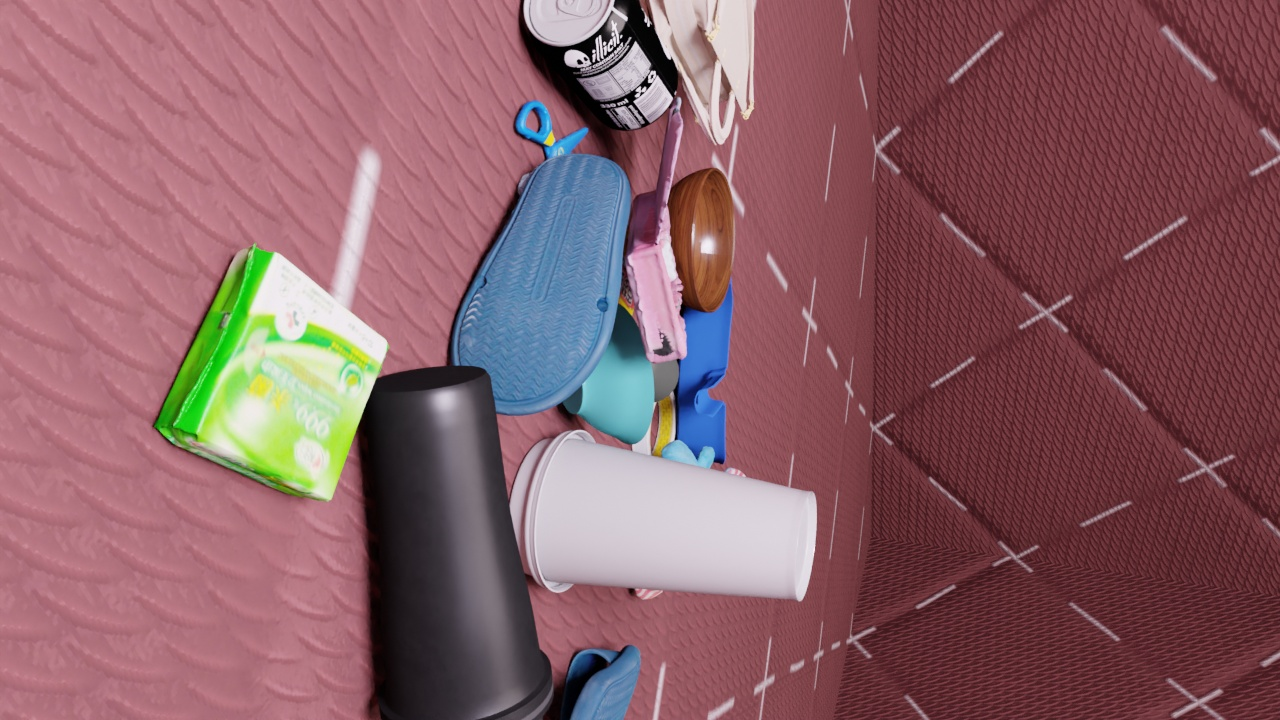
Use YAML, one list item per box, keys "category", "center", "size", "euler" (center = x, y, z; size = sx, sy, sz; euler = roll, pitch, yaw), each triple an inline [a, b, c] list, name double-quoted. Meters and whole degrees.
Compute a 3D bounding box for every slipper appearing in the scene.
- category: "slipper"
  center: [-0.045, 0.313, 0.834]
  size: [0.214, 0.059, 0.103]
  euler: [49, 58, -78]
- category: "slipper"
  center: [-0.059, -0.055, 0.645]
  size: [0.059, 0.104, 0.213]
  euler: [81, 23, -63]

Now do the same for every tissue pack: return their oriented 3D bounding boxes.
- category: "tissue pack"
  center: [-0.174, 0.009, 0.449]
  size: [0.114, 0.034, 0.099]
  euler: [53, 47, -59]

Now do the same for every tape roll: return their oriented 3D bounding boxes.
- category: "tape roll"
  center: [0.016, 0.071, 0.989]
  size: [0.094, 0.019, 0.094]
  euler: [6, 90, -69]

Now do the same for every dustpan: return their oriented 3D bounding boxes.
- category: "dustpan"
  center: [0.070, 0.023, 1.019]
  size: [0.257, 0.059, 0.245]
  euler: [-30, 123, -75]

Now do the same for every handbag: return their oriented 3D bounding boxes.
- category: "handbag"
  center: [0.056, -0.297, 0.851]
  size: [0.194, 0.101, 0.197]
  euler: [30, 52, -70]

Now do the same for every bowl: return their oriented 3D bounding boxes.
- category: "bowl"
  center: [0.045, -0.124, 0.950]
  size: [0.147, 0.069, 0.147]
  euler: [5, 90, -69]
- category: "bowl"
  center: [-0.038, 0.014, 0.757]
  size: [0.046, 0.121, 0.121]
  euler: [-10, 109, -27]

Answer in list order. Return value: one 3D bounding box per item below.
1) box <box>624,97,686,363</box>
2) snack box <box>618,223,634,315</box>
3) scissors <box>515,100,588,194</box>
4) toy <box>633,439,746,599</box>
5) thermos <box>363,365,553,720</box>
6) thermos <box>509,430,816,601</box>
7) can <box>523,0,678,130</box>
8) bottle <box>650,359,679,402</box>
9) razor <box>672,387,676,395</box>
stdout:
- category: "box"
  center: [0.013, -0.116, 0.746]
  size: [0.232, 0.051, 0.180]
  euler: [-85, 175, -70]
- category: "snack box"
  center: [-0.031, -0.094, 0.803]
  size: [0.152, 0.025, 0.075]
  euler: [63, 37, -61]
- category: "scissors"
  center: [-0.066, -0.154, 0.726]
  size: [0.132, 0.020, 0.097]
  euler: [0, 99, -70]
- category: "toy"
  center: [0.053, 0.164, 0.974]
  size: [0.183, 0.115, 0.181]
  euler: [-38, 136, -22]
- category: "thermos"
  center: [-0.114, 0.117, 0.548]
  size: [0.105, 0.106, 0.219]
  euler: [-31, 118, -65]
- category: "thermos"
  center: [0.020, 0.129, 0.721]
  size: [0.131, 0.222, 0.131]
  euler: [6, 89, -70]
- category: "can"
  center: [-0.027, -0.242, 0.712]
  size: [0.146, 0.080, 0.080]
  euler: [28, 68, -68]
- category: "bottle"
  center: [-0.005, 0.005, 0.860]
  size: [0.108, 0.060, 0.060]
  euler: [28, 69, -68]
- category: "razor"
  center: [0.035, -0.027, 1.021]
  size: [0.043, 0.018, 0.141]
  euler: [-28, 122, -78]
